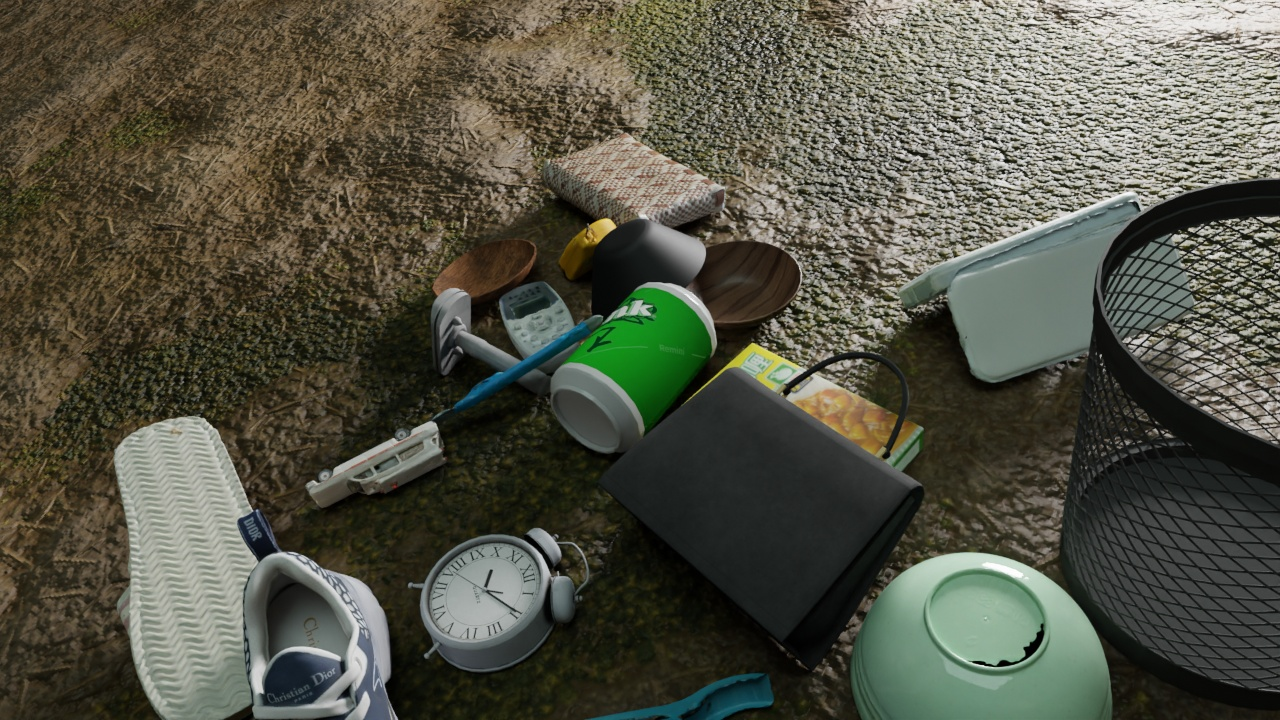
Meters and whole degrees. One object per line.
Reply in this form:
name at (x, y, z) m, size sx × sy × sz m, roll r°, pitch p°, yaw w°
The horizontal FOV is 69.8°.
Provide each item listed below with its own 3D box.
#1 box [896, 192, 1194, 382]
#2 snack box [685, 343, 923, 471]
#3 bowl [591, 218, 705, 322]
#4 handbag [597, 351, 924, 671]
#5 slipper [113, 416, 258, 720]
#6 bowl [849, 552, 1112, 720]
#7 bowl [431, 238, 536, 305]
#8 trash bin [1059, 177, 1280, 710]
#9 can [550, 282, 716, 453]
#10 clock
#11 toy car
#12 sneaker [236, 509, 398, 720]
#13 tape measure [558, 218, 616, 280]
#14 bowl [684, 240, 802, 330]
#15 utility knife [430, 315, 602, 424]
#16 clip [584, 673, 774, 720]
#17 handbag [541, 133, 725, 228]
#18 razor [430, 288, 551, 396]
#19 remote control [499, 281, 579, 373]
box at (0.335, -0.059, 0.783) m, size 0.210 × 0.105 × 0.129 m, roll -15°, pitch 83°, yaw -8°
snack box at (0.111, 0.062, 0.712) m, size 0.168 × 0.027 × 0.131 m, roll 29°, pitch 57°, yaw 36°
bowl at (-0.006, -0.096, 0.857) m, size 0.124 × 0.052 × 0.123 m, roll -25°, pitch 31°, yaw 16°
handbag at (0.104, 0.070, 0.627) m, size 0.195 × 0.072 × 0.176 m, roll -48°, pitch 51°, yaw -8°
slipper at (-0.336, 0.155, 0.690) m, size 0.115 × 0.052 × 0.262 m, roll -18°, pitch 55°, yaw -21°
bowl at (0.200, 0.171, 0.540) m, size 0.151 × 0.077 × 0.150 m, roll -7°, pitch 42°, yaw 7°
bowl at (-0.153, -0.083, 0.925) m, size 0.102 × 0.026 × 0.114 m, roll 10°, pitch 43°, yaw 36°
trash bin at (0.355, 0.054, 0.516) m, size 0.218 × 0.228 × 0.217 m, roll -7°, pitch 43°, yaw 6°
can at (-0.004, 0.004, 0.756) m, size 0.088 × 0.088 × 0.139 m, roll 20°, pitch 52°, yaw 30°
clock at (-0.096, 0.164, 0.646) m, size 0.122 × 0.035 × 0.094 m, roll -22°, pitch 44°, yaw -9°
toy car at (-0.213, 0.091, 0.752) m, size 0.113 × 0.039 × 0.039 m, roll -28°, pitch 66°, yaw -16°
sneaker at (-0.181, 0.215, 0.530) m, size 0.103 × 0.133 × 0.269 m, roll -22°, pitch 52°, yaw -14°
tape measure at (-0.047, -0.115, 0.910) m, size 0.058 × 0.068 × 0.030 m, roll -35°, pitch 83°, yaw -30°
bowl at (0.089, -0.062, 0.847) m, size 0.119 × 0.032 × 0.119 m, roll -7°, pitch 43°, yaw 6°
utility knife at (-0.124, 0.021, 0.776) m, size 0.220 × 0.031 × 0.015 m, roll -33°, pitch 78°, yaw 4°
clip at (0.036, 0.216, 0.554) m, size 0.120 × 0.033 × 0.123 m, roll -24°, pitch 10°, yaw -39°
handbag at (-0.011, -0.186, 0.993) m, size 0.124 × 0.047 × 0.186 m, roll -26°, pitch 44°, yaw -26°
razor at (-0.130, -0.003, 0.816) m, size 0.116 × 0.088 × 0.047 m, roll 29°, pitch 54°, yaw 12°
remote control at (-0.094, -0.031, 0.858) m, size 0.060 × 0.028 × 0.114 m, roll -21°, pitch 43°, yaw -10°
